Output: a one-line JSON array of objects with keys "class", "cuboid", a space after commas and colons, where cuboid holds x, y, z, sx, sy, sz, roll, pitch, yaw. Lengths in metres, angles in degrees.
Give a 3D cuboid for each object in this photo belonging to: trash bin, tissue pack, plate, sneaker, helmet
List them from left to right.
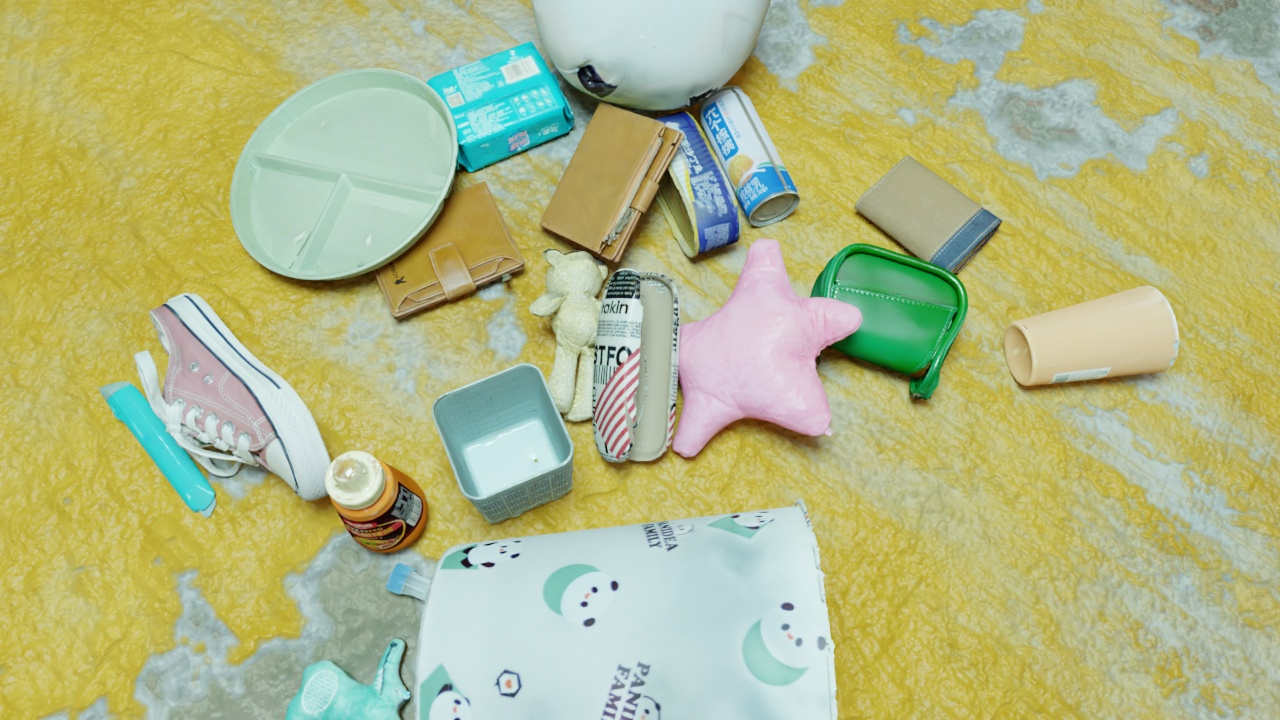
[{"class": "sneaker", "cuboid": [-0.345, 0.039, 0.754, 0.241, 0.118, 0.087, 41, 54, 21]}, {"class": "plate", "cuboid": [-0.276, -0.174, 0.863, 0.230, 0.027, 0.229, -4, 68, 11]}, {"class": "tissue pack", "cuboid": [-0.142, -0.249, 0.908, 0.133, 0.050, 0.093, -23, 71, -10]}, {"class": "trash bin", "cuboid": [-0.006, 0.216, 0.633, 0.252, 0.230, 0.229, -3, 67, 4]}, {"class": "helmet", "cuboid": [0.000, -0.316, 0.869, 0.228, 0.146, 0.258, 3, 21, -22]}]

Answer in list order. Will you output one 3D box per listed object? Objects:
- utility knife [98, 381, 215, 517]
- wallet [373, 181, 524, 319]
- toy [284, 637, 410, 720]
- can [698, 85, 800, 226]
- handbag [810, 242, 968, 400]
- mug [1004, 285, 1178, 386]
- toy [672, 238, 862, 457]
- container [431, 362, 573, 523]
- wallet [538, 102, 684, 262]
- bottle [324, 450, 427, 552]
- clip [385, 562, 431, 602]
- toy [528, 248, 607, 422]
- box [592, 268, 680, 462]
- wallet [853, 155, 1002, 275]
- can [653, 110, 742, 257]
[{"class": "utility knife", "cuboid": [-0.412, 0.074, 0.788, 0.029, 0.013, 0.157, -40, 76, -13]}, {"class": "wallet", "cuboid": [-0.182, -0.097, 0.856, 0.130, 0.035, 0.119, -24, 64, -10]}, {"class": "toy", "cuboid": [-0.219, 0.257, 0.707, 0.092, 0.030, 0.096, 15, 60, 0]}, {"class": "can", "cuboid": [0.104, -0.199, 0.890, 0.053, 0.053, 0.134, -19, 69, -9]}, {"class": "handbag", "cuboid": [0.215, -0.035, 0.822, 0.131, 0.068, 0.120, 20, 76, 6]}, {"class": "mug", "cuboid": [0.393, -0.016, 0.811, 0.123, 0.078, 0.078, -11, 68, 0]}, {"class": "toy", "cuboid": [0.094, 0.007, 0.781, 0.195, 0.074, 0.178, -44, 60, 8]}, {"class": "container", "cuboid": [-0.106, 0.073, 0.740, 0.090, 0.112, 0.090, -22, 69, -11]}, {"class": "wallet", "cuboid": [-0.029, -0.165, 0.842, 0.108, 0.031, 0.132, 29, 94, 39]}, {"class": "bottle", "cuboid": [-0.207, 0.104, 0.704, 0.067, 0.150, 0.066, 0, 67, -1]}, {"class": "clip", "cuboid": [-0.175, 0.185, 0.743, 0.058, 0.038, 0.026, 21, 66, 9]}, {"class": "toy", "cuboid": [-0.059, -0.023, 0.814, 0.105, 0.066, 0.157, 12, 68, -32]}, {"class": "box", "cuboid": [0.000, 0.005, 0.784, 0.082, 0.075, 0.163, 2, 88, -32]}, {"class": "wallet", "cuboid": [0.275, -0.138, 0.880, 0.115, 0.033, 0.090, 42, 70, 16]}, {"class": "can", "cuboid": [0.044, -0.168, 0.865, 0.049, 0.075, 0.148, -19, 67, -12]}]
